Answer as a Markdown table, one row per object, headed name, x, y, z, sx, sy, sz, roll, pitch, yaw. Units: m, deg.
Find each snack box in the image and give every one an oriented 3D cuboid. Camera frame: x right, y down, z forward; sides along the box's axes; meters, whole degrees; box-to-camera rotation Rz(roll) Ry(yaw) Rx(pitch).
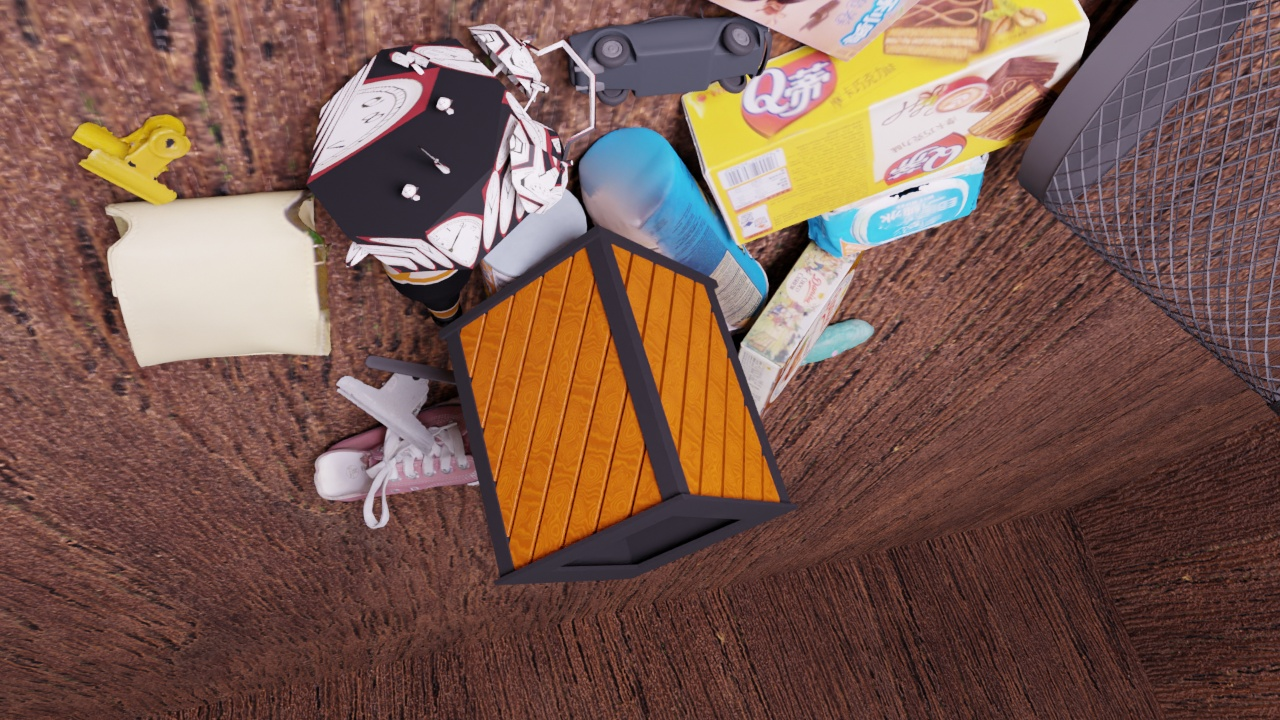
| name | x | y | z | sx | sy | sz | roll | pitch | yaw |
| --- | --- | --- | --- | --- | --- | --- | --- | --- | --- |
| snack box | 0.152 | -0.159 | 0.587 | 0.230 | 0.061 | 0.110 | -20 | 157 | 11 |
| snack box | 0.133 | -0.032 | 0.798 | 0.146 | 0.041 | 0.143 | -53 | 167 | -18 |
| snack box | 0.087 | -0.209 | 0.461 | 0.151 | 0.034 | 0.087 | 4 | 151 | -41 |

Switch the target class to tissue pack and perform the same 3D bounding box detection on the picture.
| name | x | y | z | sx | sy | sz | roll | pitch | yaw |
| --- | --- | --- | --- | --- | --- | --- | --- | --- | --- |
| tissue pack | 0.190 | -0.131 | 0.679 | 0.144 | 0.061 | 0.093 | -20 | 157 | 10 |

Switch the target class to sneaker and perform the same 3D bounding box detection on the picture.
| name | x | y | z | sx | sy | sz | roll | pitch | yaw |
| --- | --- | --- | --- | --- | --- | --- | --- | --- | --- |
| sneaker | -0.219 | 0.091 | 0.884 | 0.241 | 0.118 | 0.087 | -15 | 176 | 15 |

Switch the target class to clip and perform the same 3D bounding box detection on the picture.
| name | x | y | z | sx | sy | sz | roll | pitch | yaw |
| --- | --- | --- | --- | --- | --- | --- | --- | --- | --- |
| clip | -0.262 | -0.107 | 0.485 | 0.049 | 0.044 | 0.054 | 3 | 164 | 23 |
| clip | -0.212 | 0.031 | 0.812 | 0.058 | 0.102 | 0.050 | -55 | 179 | -16 |

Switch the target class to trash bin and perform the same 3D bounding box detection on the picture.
| name | x | y | z | sx | sy | sz | roll | pitch | yaw |
| --- | --- | --- | --- | --- | --- | --- | --- | --- | --- |
| trash bin | 0.387 | -0.112 | 0.555 | 0.217 | 0.227 | 0.218 | -36 | 157 | -18 |
| trash bin | -0.016 | 0.038 | 0.596 | 0.140 | 0.171 | 0.139 | -29 | 155 | 27 |

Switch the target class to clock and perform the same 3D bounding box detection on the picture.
| name | x | y | z | sx | sy | sz | roll | pitch | yaw |
| --- | --- | --- | --- | --- | --- | --- | --- | --- | --- |
| clock | -0.095 | -0.114 | 0.463 | 0.155 | 0.114 | 0.065 | -23 | 157 | 11 |

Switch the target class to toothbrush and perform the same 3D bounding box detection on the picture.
| name | x | y | z | sx | sy | sz | roll | pitch | yaw |
| --- | --- | --- | --- | --- | --- | --- | --- | --- | --- |
| toothbrush | -0.156 | 0.013 | 0.760 | 0.167 | 0.012 | 0.013 | 10 | 163 | 18 |

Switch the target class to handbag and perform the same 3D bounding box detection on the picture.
| name | x | y | z | sx | sy | sz | roll | pitch | yaw |
| --- | --- | --- | --- | --- | --- | --- | --- | --- | --- |
| handbag | -0.250 | -0.053 | 0.561 | 0.119 | 0.081 | 0.111 | -5 | 148 | -20 |

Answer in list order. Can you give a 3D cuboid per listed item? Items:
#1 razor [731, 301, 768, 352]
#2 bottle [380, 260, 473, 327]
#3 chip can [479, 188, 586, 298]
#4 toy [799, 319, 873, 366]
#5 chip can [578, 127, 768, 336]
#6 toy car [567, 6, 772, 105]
| name | x | y | z | sx | sy | sz | roll | pitch | yaw |
| --- | --- | --- | --- | --- | --- | --- | --- | --- | --- |
| razor | 0.085 | -0.028 | 0.872 | 0.156 | 0.057 | 0.060 | -10 | -160 | -17 |
| bottle | -0.141 | -0.070 | 0.609 | 0.059 | 0.059 | 0.182 | -12 | 158 | -8 |
| chip can | -0.078 | -0.044 | 0.692 | 0.075 | 0.075 | 0.215 | -12 | 158 | -8 |
| toy | 0.205 | -0.018 | 1.002 | 0.105 | 0.033 | 0.085 | -21 | 168 | 11 |
| chip can | 0.029 | -0.083 | 0.673 | 0.080 | 0.079 | 0.229 | -22 | 157 | 16 |
| toy car | 0.015 | -0.169 | 0.507 | 0.112 | 0.034 | 0.046 | -6 | 162 | -3 |
